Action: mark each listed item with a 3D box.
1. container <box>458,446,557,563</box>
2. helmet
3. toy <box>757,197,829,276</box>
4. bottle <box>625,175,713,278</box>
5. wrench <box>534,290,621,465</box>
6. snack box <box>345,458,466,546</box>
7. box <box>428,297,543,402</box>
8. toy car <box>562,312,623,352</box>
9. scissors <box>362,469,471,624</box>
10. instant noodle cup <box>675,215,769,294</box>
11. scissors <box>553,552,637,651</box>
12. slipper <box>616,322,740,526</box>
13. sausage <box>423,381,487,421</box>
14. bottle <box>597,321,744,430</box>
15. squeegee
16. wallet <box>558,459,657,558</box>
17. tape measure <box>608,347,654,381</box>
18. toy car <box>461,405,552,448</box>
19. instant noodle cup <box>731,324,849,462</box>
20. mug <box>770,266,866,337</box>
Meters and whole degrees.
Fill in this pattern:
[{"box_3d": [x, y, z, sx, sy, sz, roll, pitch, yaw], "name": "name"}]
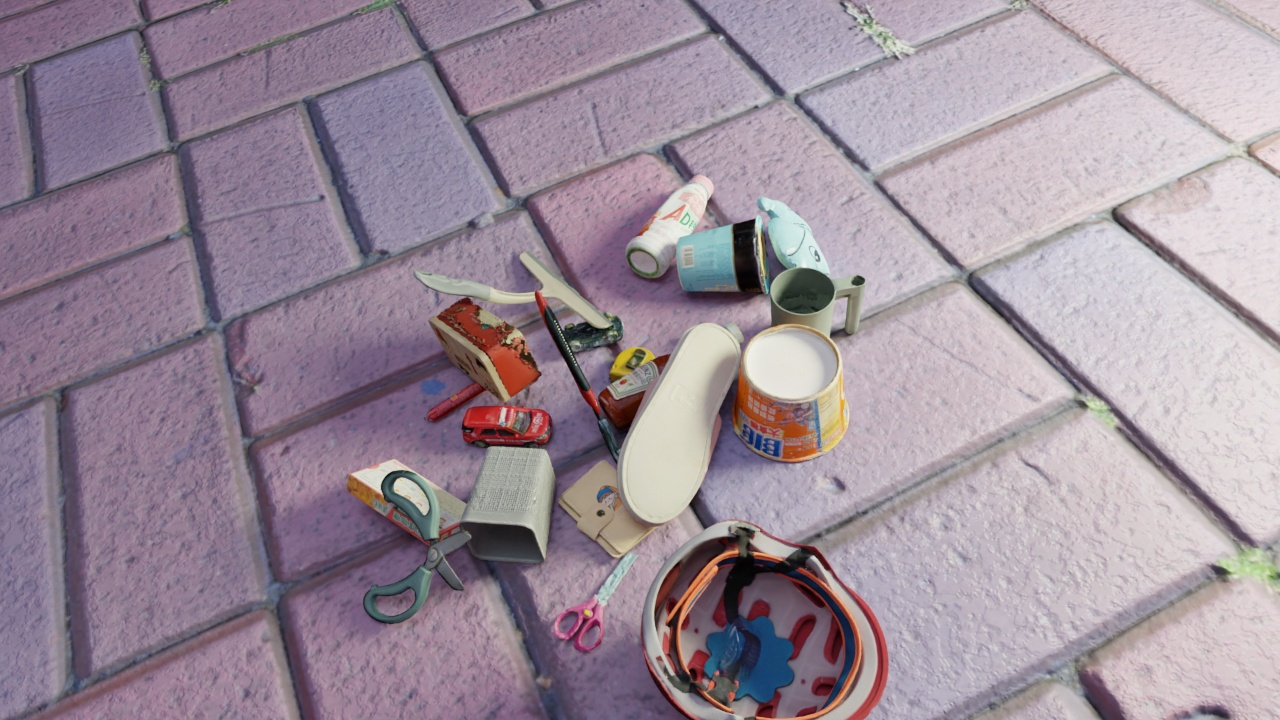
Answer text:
[{"box_3d": [-0.153, 0.170, 1.102, 0.090, 0.090, 0.114, 2, 50, 9], "name": "container"}, {"box_3d": [0.116, 0.291, 0.936, 0.240, 0.144, 0.206, 26, 59, 9], "name": "helmet"}, {"box_3d": [0.219, -0.170, 1.314, 0.161, 0.050, 0.155, 46, 32, -2], "name": "toy"}, {"box_3d": [0.051, -0.207, 1.384, 0.068, 0.068, 0.196, 20, 53, 22], "name": "bottle"}, {"box_3d": [-0.077, 0.026, 1.181, 0.016, 0.056, 0.273, -24, 73, -13], "name": "wrench"}, {"box_3d": [-0.279, 0.174, 1.130, 0.156, 0.027, 0.076, 26, 22, 25], "name": "snack box"}, {"box_3d": [-0.205, -0.023, 1.235, 0.079, 0.091, 0.168, -37, 39, -20], "name": "box"}, {"box_3d": [-0.067, -0.036, 1.283, 0.090, 0.034, 0.043, -16, 54, -4], "name": "toy car"}, {"box_3d": [-0.275, 0.216, 1.067, 0.174, 0.019, 0.170, -38, 68, 17], "name": "scissors"}, {"box_3d": [0.116, -0.143, 1.304, 0.120, 0.111, 0.111, -6, 51, 15], "name": "instant noodle cup"}, {"box_3d": [-0.040, 0.273, 1.052, 0.063, 0.017, 0.135, 28, 57, 26], "name": "scissors"}, {"box_3d": [0.046, 0.076, 1.131, 0.114, 0.055, 0.273, 27, 67, -10], "name": "slipper"}, {"box_3d": [-0.228, 0.041, 1.258, 0.155, 0.020, 0.020, -32, 54, -16], "name": "sausage"}, {"box_3d": [0.043, 0.016, 1.196, 0.206, 0.060, 0.059, -32, 54, -7], "name": "bottle"}, {"box_3d": [-0.204, -0.097, 1.270, 0.246, 0.039, 0.246, 1, 28, -40], "name": "squeegee"}, {"box_3d": [-0.038, 0.181, 1.117, 0.087, 0.024, 0.115, -40, 58, -20], "name": "wallet"}, {"box_3d": [-0.007, 0.007, 1.244, 0.060, 0.029, 0.057, 13, 54, 17], "name": "tape measure"}, {"box_3d": [-0.176, 0.085, 1.200, 0.120, 0.045, 0.052, 1, 54, 7], "name": "toy car"}, {"box_3d": [0.186, 0.034, 1.142, 0.151, 0.112, 0.151, -4, 51, 5], "name": "instant noodle cup"}, {"box_3d": [0.233, -0.062, 1.216, 0.124, 0.103, 0.083, -9, 51, 0], "name": "mug"}]
